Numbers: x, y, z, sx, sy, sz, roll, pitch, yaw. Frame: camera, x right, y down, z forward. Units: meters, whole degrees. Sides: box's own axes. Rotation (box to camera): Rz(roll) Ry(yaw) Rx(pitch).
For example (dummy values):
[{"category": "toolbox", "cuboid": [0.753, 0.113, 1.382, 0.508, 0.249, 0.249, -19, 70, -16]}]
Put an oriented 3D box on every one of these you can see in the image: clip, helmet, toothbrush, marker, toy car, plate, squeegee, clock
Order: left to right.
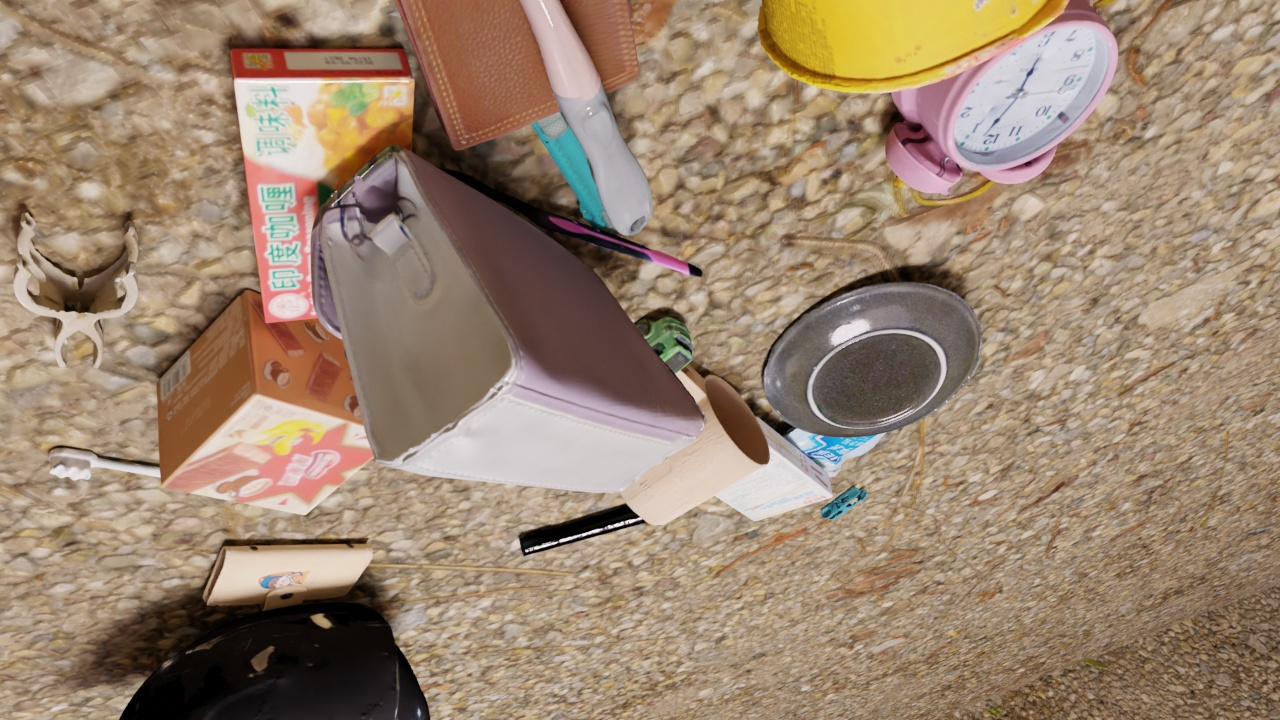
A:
[{"category": "clip", "cuboid": [-0.292, -0.034, 0.456, 0.103, 0.035, 0.092, -33, 149, 28]}, {"category": "toothbrush", "cuboid": [-0.299, 0.083, 0.621, 0.180, 0.016, 0.016, 19, 130, -44]}, {"category": "helmet", "cuboid": [-0.307, 0.321, 0.755, 0.274, 0.233, 0.230, -1, 113, -32]}, {"category": "squeegee", "cuboid": [-0.033, -0.130, 0.395, 0.247, 0.040, 0.250, -34, 143, -3]}, {"category": "toothbrush", "cuboid": [-0.039, -0.075, 0.536, 0.189, 0.014, 0.018, 16, 141, -33]}, {"category": "marker", "cuboid": [-0.047, 0.155, 0.852, 0.132, 0.020, 0.022, -14, 159, -10]}, {"category": "toy car", "cuboid": [-0.004, 0.004, 0.660, 0.091, 0.036, 0.043, -32, 146, 21]}, {"category": "clip", "cuboid": [0.223, 0.157, 1.007, 0.043, 0.014, 0.057, 17, 130, -42]}, {"category": "plate", "cuboid": [0.190, 0.011, 0.744, 0.179, 0.024, 0.180, -3, 135, -3]}, {"category": "clock", "cuboid": [0.207, -0.153, 0.540, 0.117, 0.059, 0.159, -9, 145, -17]}]

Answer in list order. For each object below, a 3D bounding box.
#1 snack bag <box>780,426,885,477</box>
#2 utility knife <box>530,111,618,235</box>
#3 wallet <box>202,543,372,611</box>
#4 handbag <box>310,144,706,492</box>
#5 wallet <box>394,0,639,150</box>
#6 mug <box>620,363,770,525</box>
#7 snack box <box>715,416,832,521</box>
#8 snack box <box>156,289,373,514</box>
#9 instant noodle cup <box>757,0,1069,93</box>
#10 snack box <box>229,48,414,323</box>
[{"category": "snack bag", "cuboid": [0.202, 0.050, 0.832, 0.110, 0.038, 0.191, 10, 137, -43]}, {"category": "utility knife", "cuboid": [-0.048, -0.128, 0.476, 0.029, 0.013, 0.216, -28, 144, 6]}, {"category": "wallet", "cuboid": [-0.288, 0.177, 0.750, 0.115, 0.024, 0.087, 6, 139, -36]}, {"category": "handbag", "cuboid": [-0.067, -0.008, 0.485, 0.099, 0.145, 0.197, -33, 156, 17]}, {"category": "wallet", "cuboid": [-0.055, -0.161, 0.401, 0.101, 0.032, 0.125, -25, 141, -10]}, {"category": "mug", "cuboid": [0.024, 0.061, 0.724, 0.104, 0.084, 0.124, -36, 119, 21]}, {"category": "snack box", "cuboid": [0.105, 0.102, 0.833, 0.085, 0.026, 0.156, -22, 145, 25]}, {"category": "snack box", "cuboid": [-0.214, 0.029, 0.541, 0.093, 0.077, 0.094, -38, 143, 21]}, {"category": "instant noodle cup", "cuboid": [0.103, -0.197, 0.371, 0.138, 0.138, 0.110, -25, 138, 4]}, {"category": "snack box", "cuboid": [-0.157, -0.083, 0.465, 0.077, 0.027, 0.156, -7, 143, -21]}]
